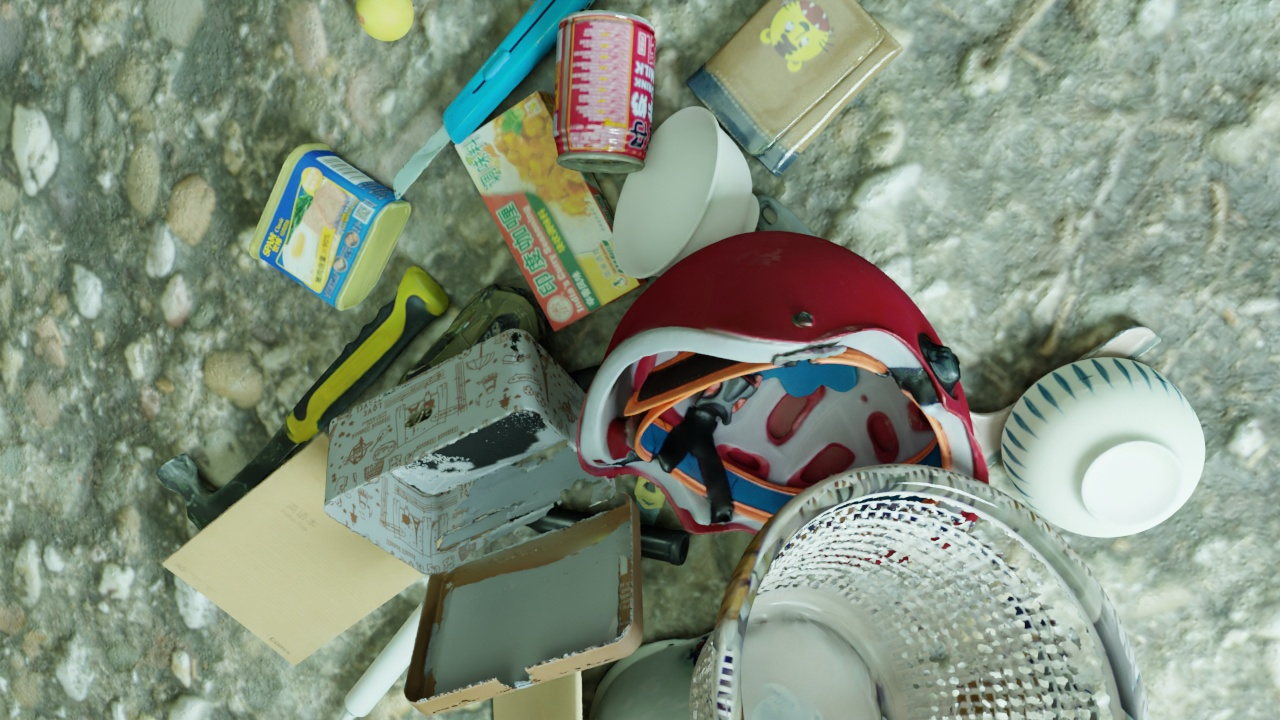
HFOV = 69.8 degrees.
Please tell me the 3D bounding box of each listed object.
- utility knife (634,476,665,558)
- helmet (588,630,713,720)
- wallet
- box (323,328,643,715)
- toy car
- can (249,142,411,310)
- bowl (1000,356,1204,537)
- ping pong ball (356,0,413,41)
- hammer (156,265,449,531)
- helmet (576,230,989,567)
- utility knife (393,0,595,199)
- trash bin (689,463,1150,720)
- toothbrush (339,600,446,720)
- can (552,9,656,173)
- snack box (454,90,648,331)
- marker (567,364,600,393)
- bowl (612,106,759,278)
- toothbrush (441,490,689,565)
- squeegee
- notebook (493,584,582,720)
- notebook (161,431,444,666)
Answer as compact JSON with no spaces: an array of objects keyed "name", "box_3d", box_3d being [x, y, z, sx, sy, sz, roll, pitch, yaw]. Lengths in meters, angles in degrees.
[{"name":"utility knife","box_3d":[0.021,0.070,0.694,0.031,0.021,0.207,24,112,15]},{"name":"helmet","box_3d":[0.071,0.331,0.661,0.274,0.156,0.230,10,104,13]},{"name":"wallet","box_3d":[0.100,-0.192,0.602,0.115,0.033,0.090,-43,87,16]},{"name":"box","box_3d":[-0.110,0.121,0.631,0.183,0.193,0.157,-26,135,15]},{"name":"toy car","box_3d":[-0.132,0.007,0.708,0.070,0.042,0.158,46,112,2]},{"name":"can","box_3d":[-0.237,-0.101,0.704,0.083,0.057,0.102,33,109,4]},{"name":"bowl","box_3d":[0.294,0.063,0.574,0.116,0.066,0.116,2,112,5]},{"name":"ping pong ball","box_3d":[-0.184,-0.252,0.662,0.040,0.040,0.040,3,103,15]},{"name":"hammer","box_3d":[-0.271,0.047,0.760,0.324,0.031,0.126,-41,89,19]},{"name":"helmet","box_3d":[0.094,0.015,0.563,0.240,0.143,0.208,30,137,-21]},{"name":"utility knife","box_3d":[-0.109,-0.192,0.650,0.205,0.018,0.034,-45,68,11]},{"name":"trash bin","box_3d":[0.123,0.193,0.517,0.227,0.193,0.227,5,66,-12]},{"name":"toothbrush","box_3d":[-0.234,0.285,0.805,0.026,0.026,0.221,33,110,-16]},{"name":"can","box_3d":[-0.024,-0.176,0.613,0.066,0.066,0.094,4,92,15]},{"name":"snack box","box_3d":[-0.064,-0.107,0.668,0.077,0.027,0.156,-27,93,21]},{"name":"marker","box_3d":[-0.004,0.004,0.674,0.132,0.020,0.022,-16,73,24]},{"name":"bowl","box_3d":[0.040,-0.101,0.613,0.064,0.118,0.118,18,111,-29]},{"name":"toothbrush","box_3d":[-0.066,0.126,0.718,0.213,0.026,0.027,8,98,20]},{"name":"squeegee","box_3d":[0.161,-0.019,0.620,0.249,0.040,0.248,47,111,2]},{"name":"notebook","box_3d":[-0.083,0.281,0.722,0.148,0.008,0.208,18,112,54]},{"name":"notebook","box_3d":[-0.280,0.165,0.772,0.212,0.012,0.149,-36,111,19]}]
